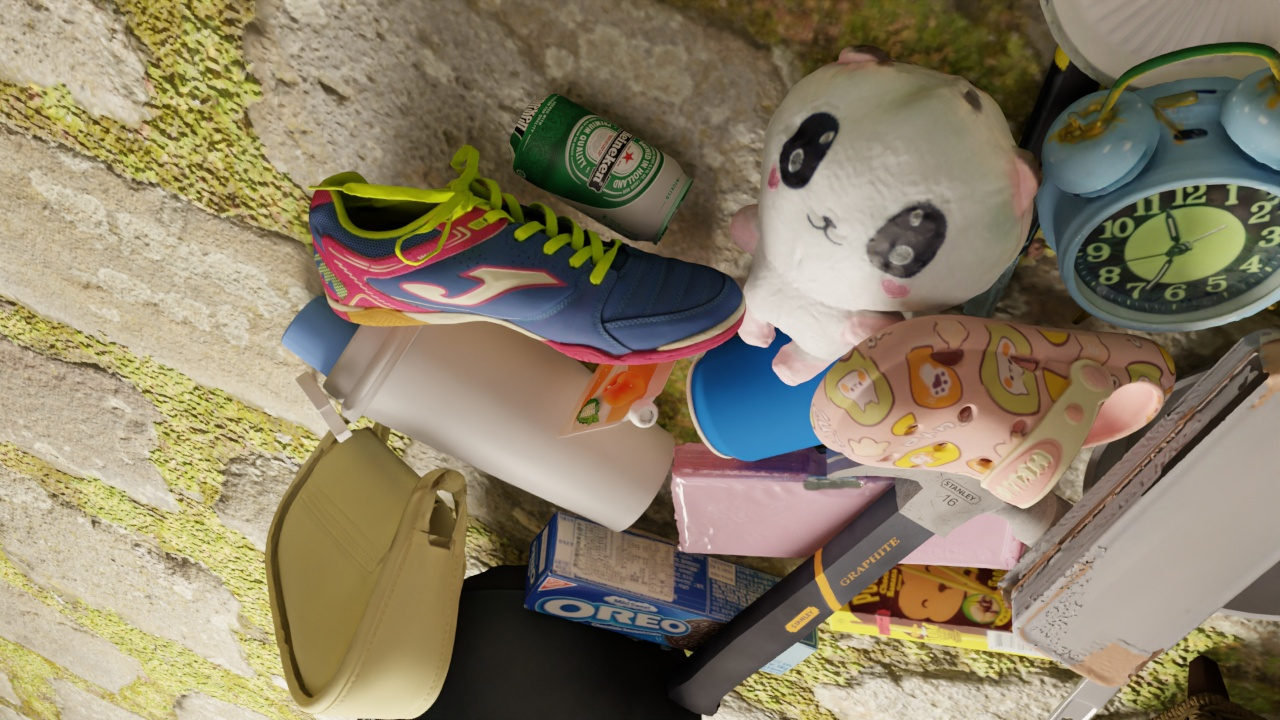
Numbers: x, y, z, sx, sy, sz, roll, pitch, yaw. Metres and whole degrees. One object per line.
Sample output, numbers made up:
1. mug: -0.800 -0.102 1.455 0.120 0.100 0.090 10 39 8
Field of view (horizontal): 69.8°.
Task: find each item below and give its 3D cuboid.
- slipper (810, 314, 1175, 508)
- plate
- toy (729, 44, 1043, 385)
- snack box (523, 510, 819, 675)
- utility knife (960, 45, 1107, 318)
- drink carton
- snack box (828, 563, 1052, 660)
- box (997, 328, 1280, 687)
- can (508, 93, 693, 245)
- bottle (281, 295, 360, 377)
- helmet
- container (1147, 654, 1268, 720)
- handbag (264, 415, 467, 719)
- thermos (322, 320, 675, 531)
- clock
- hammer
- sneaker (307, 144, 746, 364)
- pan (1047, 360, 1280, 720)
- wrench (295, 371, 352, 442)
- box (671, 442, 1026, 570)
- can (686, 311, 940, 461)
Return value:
1. slipper: 0.179 0.034 0.446 0.197 0.081 0.093 0 143 -18
2. plate: 0.239 -0.177 0.363 0.157 0.014 0.157 4 132 4
3. toy: 0.108 -0.065 0.464 0.139 0.101 0.180 46 125 19
4. snack box: 0.027 0.179 0.697 0.226 0.059 0.059 21 135 -18
5. utility knife: 0.202 -0.099 0.461 0.029 0.020 0.214 17 133 12
6. drink carton: -0.003 0.003 0.563 0.069 0.122 0.039 -14 120 32
7. snack box: 0.211 0.168 0.646 0.149 0.061 0.026 1 128 23
8. box: 0.281 0.085 0.477 0.081 0.062 0.217 26 125 0
9. can: -0.024 -0.110 0.527 0.101 0.053 0.053 30 133 -1
10. bottle: -0.208 0.007 0.708 0.131 0.047 0.048 38 132 -9
11. helmet: -0.063 0.301 0.764 0.236 0.248 0.316 -40 126 19
12. container: 0.449 0.365 0.603 0.321 0.204 0.177 27 133 1
13. handbag: -0.200 0.144 0.684 0.088 0.191 0.233 29 178 -37
14. thermos: -0.089 0.028 0.631 0.222 0.131 0.132 33 133 -15
15. clock: 0.241 -0.077 0.412 0.118 0.059 0.162 -6 140 25
16. hammer: 0.120 0.158 0.612 0.139 0.035 0.313 30 125 -11
17. sneaker: -0.064 -0.056 0.486 0.242 0.116 0.091 6 125 10
18. pan: 0.342 0.127 0.562 0.201 0.050 0.358 21 133 7
19. wrench: -0.229 0.032 0.660 0.047 0.009 0.274 57 162 -9
20. box: 0.137 0.098 0.616 0.233 0.037 0.098 -1 131 11
21. can: 0.107 0.010 0.550 0.146 0.078 0.079 -19 117 34
